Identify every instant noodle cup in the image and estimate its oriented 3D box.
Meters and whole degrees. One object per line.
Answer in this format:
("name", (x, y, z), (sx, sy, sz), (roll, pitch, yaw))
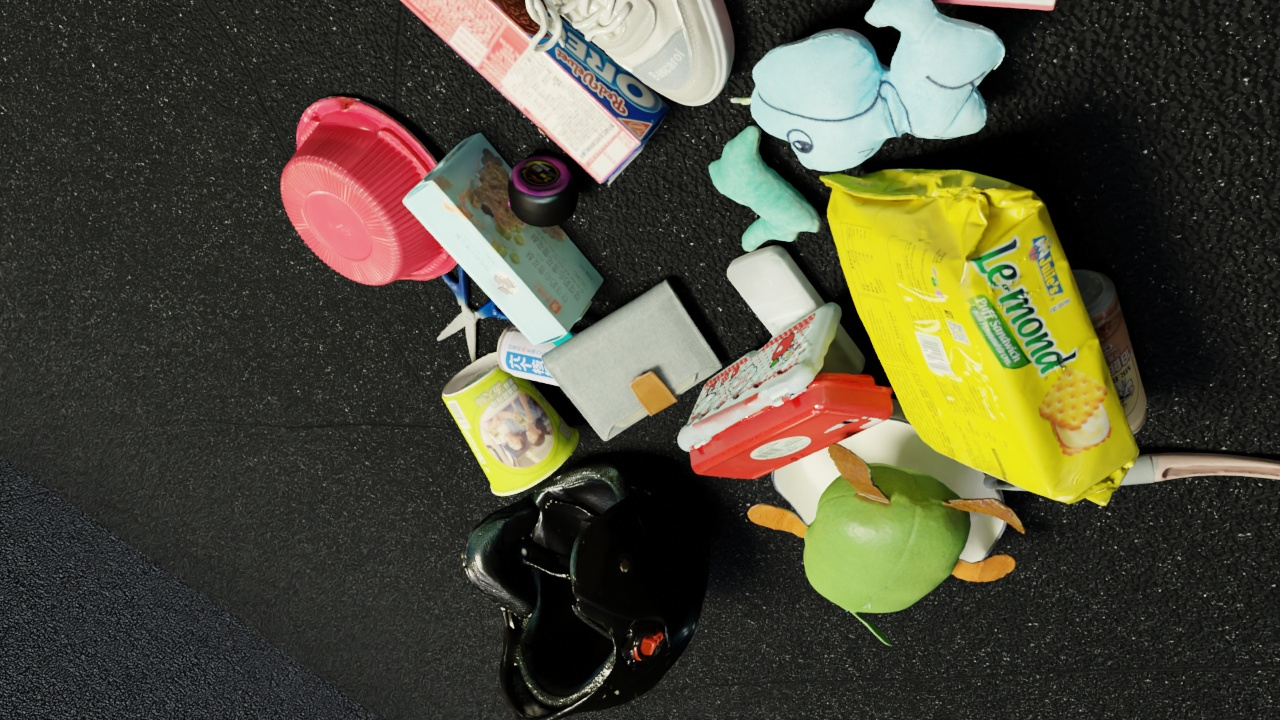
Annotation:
("instant noodle cup", (-0.142, 0.060, 0.967), (0.112, 0.111, 0.123), (-13, 116, 43))
("instant noodle cup", (-0.255, -0.138, 0.838), (0.194, 0.065, 0.194), (21, 140, 18))

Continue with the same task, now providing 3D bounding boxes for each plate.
("plate", (0.219, 0.107, 0.813), (0.205, 0.045, 0.205), (20, 142, 16))

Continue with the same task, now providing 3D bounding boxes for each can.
("can", (-0.069, -0.001, 0.882), (0.135, 0.053, 0.053), (11, 138, 24))
("can", (0.302, -0.002, 0.623), (0.059, 0.058, 0.116), (-6, 130, 38))

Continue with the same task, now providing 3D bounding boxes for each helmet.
("helmet", (-0.046, 0.247, 0.976), (0.230, 0.274, 0.234), (22, 163, -33))

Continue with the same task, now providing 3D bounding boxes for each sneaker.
("sneaker", (-0.040, -0.243, 0.561), (0.242, 0.090, 0.090), (43, 142, -15))

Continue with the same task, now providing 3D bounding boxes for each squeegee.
("squeegee", (0.384, 0.082, 0.672), (0.250, 0.040, 0.248), (-3, 123, 30))

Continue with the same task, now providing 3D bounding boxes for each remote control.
("remote control", (0.126, -0.035, 0.737), (0.056, 0.020, 0.136), (-16, 123, 46))

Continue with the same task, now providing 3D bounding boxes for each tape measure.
("tape measure", (-0.078, -0.134, 0.736), (0.057, 0.057, 0.039), (20, 142, 11))

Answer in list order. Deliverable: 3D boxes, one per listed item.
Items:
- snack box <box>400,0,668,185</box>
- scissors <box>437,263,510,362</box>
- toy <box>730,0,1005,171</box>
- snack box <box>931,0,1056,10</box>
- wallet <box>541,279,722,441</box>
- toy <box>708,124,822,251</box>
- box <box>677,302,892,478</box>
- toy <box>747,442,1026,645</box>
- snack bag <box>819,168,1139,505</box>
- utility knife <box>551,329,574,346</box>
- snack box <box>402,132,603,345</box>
("snack box", (-0.077, -0.218, 0.642), (0.207, 0.057, 0.058), (41, 139, -12))
("scissors", (-0.166, -0.051, 0.927), (0.163, 0.012, 0.162), (8, 138, 28))
("toy", (0.129, -0.161, 0.553), (0.156, 0.049, 0.161), (19, 158, 18))
("snack box", (0.156, -0.243, 0.464), (0.127, 0.044, 0.113), (13, 139, 23))
("wallet", (-0.005, 0.005, 0.806), (0.130, 0.037, 0.106), (-31, 117, 8))
("toy", (0.087, -0.117, 0.666), (0.092, 0.030, 0.097), (40, 148, -7))
("box", (0.105, 0.025, 0.741), (0.095, 0.098, 0.202), (7, 157, -24))
("toy", (0.202, 0.148, 0.762), (0.227, 0.089, 0.247), (15, 145, 4))
("snack bag", (0.213, -0.015, 0.599), (0.246, 0.068, 0.158), (58, 166, -24))
("utility knife", (-0.097, -0.047, 0.845), (0.187, 0.013, 0.029), (44, 129, 8))
("snack box", (-0.113, -0.100, 0.783), (0.052, 0.074, 0.175), (-18, 121, 44))
